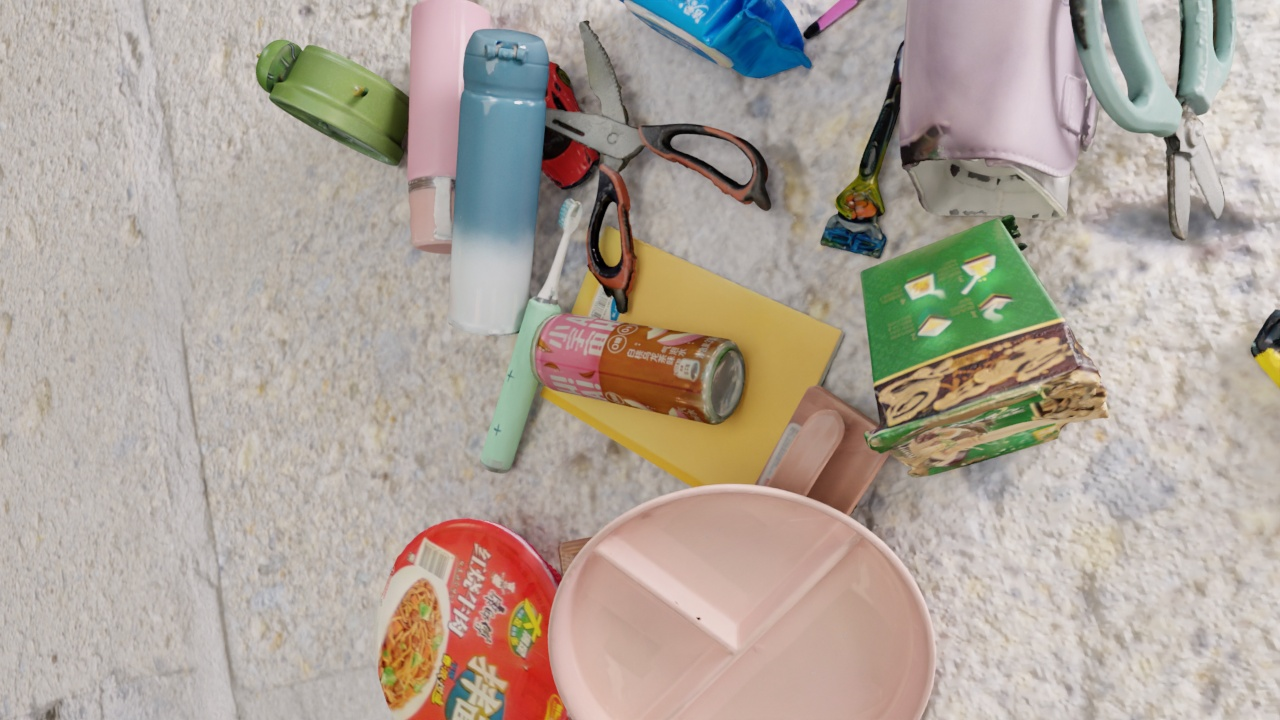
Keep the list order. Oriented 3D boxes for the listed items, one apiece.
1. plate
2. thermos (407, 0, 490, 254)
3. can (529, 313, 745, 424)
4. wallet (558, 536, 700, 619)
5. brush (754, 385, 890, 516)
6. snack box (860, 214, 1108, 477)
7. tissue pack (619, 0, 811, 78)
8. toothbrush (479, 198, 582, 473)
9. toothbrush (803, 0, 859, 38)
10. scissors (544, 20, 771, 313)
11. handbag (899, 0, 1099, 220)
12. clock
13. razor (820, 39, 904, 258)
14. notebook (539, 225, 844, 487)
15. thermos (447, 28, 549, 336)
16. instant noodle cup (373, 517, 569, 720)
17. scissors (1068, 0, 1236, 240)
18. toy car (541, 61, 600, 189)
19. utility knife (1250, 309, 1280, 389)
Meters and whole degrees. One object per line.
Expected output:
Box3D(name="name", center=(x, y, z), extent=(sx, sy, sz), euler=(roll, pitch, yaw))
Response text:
Box3D(name="plate", center=(0.059, 0.174, 0.556), extent=(0.229, 0.028, 0.230), euler=(2, 109, 7))
Box3D(name="thermos", center=(-0.156, -0.189, 0.742), extent=(0.067, 0.087, 0.198), euler=(2, 85, -7))
Box3D(name="can", center=(-0.004, 0.004, 0.636), extent=(0.147, 0.057, 0.058), euler=(10, 92, 32))
Box3D(name="wallet", center=(0.000, 0.176, 0.621), extent=(0.101, 0.032, 0.124), euler=(-8, 79, -6))
Box3D(name="brush", center=(0.096, 0.091, 0.574), extent=(0.063, 0.073, 0.146), euler=(36, 107, 28))
Box3D(name="snack box", center=(0.180, -0.007, 0.512), extent=(0.118, 0.118, 0.105), euler=(-21, 64, 21))
Box3D(name="tissue pack", center=(0.038, -0.240, 0.621), extent=(0.157, 0.094, 0.052), euler=(37, 106, 26))
Box3D(name="toothbrush", center=(-0.082, -0.015, 0.698), extent=(0.027, 0.026, 0.225), euler=(36, 114, 42))
Box3D(name="toothbrush", center=(0.180, -0.269, 0.581), extent=(0.190, 0.017, 0.014), euler=(-35, 61, 26))
Box3D(name="scissors", center=(-0.004, -0.148, 0.663), extent=(0.189, 0.015, 0.222), euler=(-13, 86, 28))
Box3D(name="handbag", center=(0.197, -0.185, 0.489), extent=(0.099, 0.144, 0.197), euler=(8, 92, 34))
Box3D(name="clock", center=(-0.264, -0.225, 0.794), extent=(0.161, 0.116, 0.056), euler=(25, 88, 27))
Box3D(name="razor", center=(0.153, -0.138, 0.584), extent=(0.043, 0.022, 0.143), euler=(21, 97, 29))
Box3D(name="notebook", center=(0.027, 0.004, 0.658), extent=(0.206, 0.010, 0.146), euler=(28, 101, 30))
Box3D(name="thermos", center=(-0.106, -0.130, 0.684), extent=(0.070, 0.070, 0.221), euler=(21, 114, 31))
Box3D(name="instant noodle cup", center=(-0.113, 0.213, 0.697), extent=(0.194, 0.065, 0.193), euler=(-2, 86, 31))
Box3D(name="scissors", center=(0.256, -0.146, 0.456), extent=(0.019, 0.178, 0.173), euler=(4, 92, 56))
Box3D(name="toy car", center=(-0.068, -0.185, 0.719), extent=(0.049, 0.031, 0.106), euler=(-32, 73, 27))
Box3D(name="utility knife", center=(0.358, 0.040, 0.449), extent=(0.033, 0.015, 0.154), euler=(-39, 68, 26))
